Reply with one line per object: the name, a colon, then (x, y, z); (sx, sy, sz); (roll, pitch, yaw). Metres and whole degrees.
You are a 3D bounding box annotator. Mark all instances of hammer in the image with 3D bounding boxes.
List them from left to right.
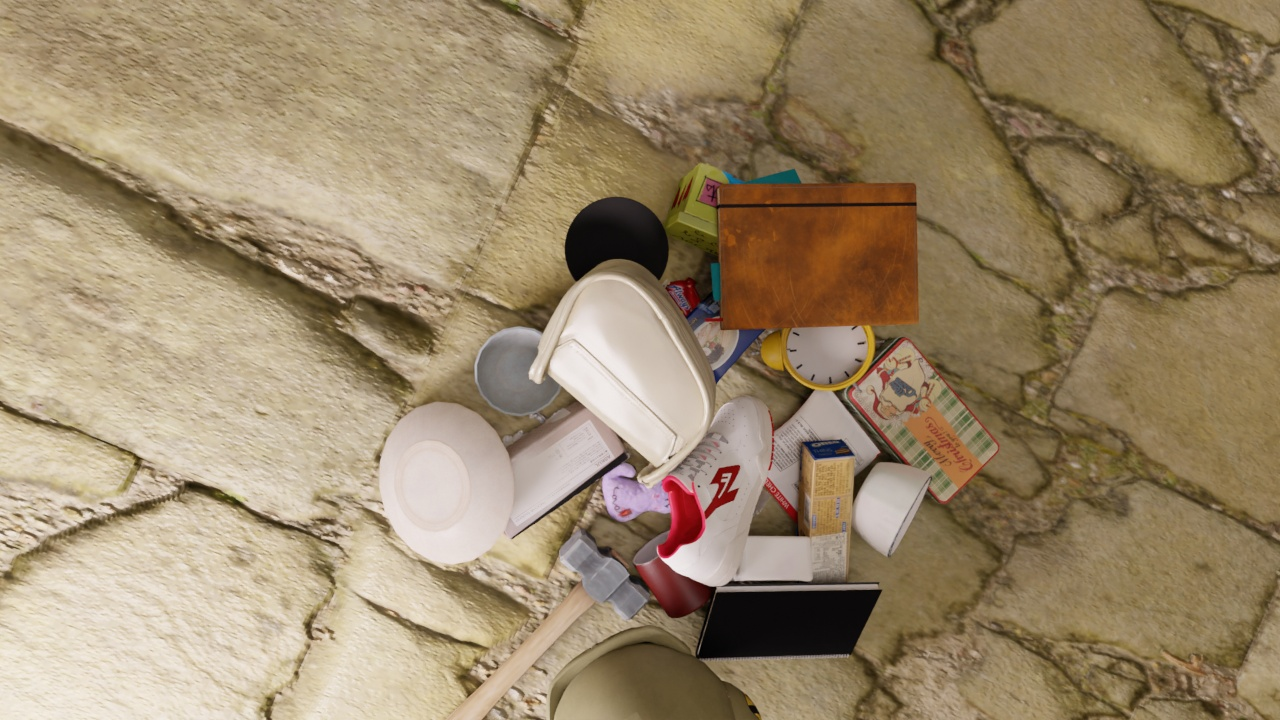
hammer: (-0.136, 0.358, 1.127); (0.117, 0.051, 0.323); (44, 89, -9)

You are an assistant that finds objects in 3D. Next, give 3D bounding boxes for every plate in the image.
plate: (-0.233, 0.142, 1.058); (0.189, 0.027, 0.188); (1, 92, 24)

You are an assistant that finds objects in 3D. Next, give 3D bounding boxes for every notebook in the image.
notebook: (0.181, 0.327, 1.145); (0.206, 0.016, 0.149); (1, 131, -9)
notebook: (0.194, -0.127, 1.040); (0.249, 0.014, 0.178); (-2, 92, -9)

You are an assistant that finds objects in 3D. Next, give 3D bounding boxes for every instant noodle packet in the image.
instant noodle packet: (0.021, -0.039, 1.129); (0.135, 0.040, 0.098); (-20, 92, -9)
instant noodle packet: (0.102, -0.044, 1.114); (0.087, 0.026, 0.134); (45, 81, -5)

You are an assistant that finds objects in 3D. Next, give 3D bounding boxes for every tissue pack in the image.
tissue pack: (-0.115, 0.121, 1.111); (0.181, 0.071, 0.104); (-34, 113, -4)

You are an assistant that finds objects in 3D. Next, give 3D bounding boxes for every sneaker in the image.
sneaker: (0.080, 0.139, 1.091); (0.104, 0.090, 0.236); (27, 72, -27)

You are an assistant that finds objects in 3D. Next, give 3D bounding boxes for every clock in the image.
clock: (0.218, -0.024, 1.140); (0.152, 0.052, 0.113); (25, 89, 13)

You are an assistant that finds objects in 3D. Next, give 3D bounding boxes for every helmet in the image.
helmet: (0.004, 0.422, 1.034); (0.250, 0.256, 0.233); (-28, 100, -8)

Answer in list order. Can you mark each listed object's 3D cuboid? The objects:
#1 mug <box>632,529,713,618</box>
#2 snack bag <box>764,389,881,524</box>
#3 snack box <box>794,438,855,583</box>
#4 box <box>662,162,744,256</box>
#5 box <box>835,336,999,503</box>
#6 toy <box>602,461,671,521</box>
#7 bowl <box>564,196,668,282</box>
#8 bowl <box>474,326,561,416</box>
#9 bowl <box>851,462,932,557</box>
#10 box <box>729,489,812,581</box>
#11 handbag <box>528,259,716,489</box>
mug: (0.055, 0.254, 1.137); (0.105, 0.073, 0.082); (-35, 98, -17)
snack bag: (0.218, 0.120, 1.168); (0.144, 0.039, 0.131); (-41, 103, -3)
snack box: (0.228, 0.202, 1.142); (0.056, 0.057, 0.207); (-4, 110, -8)
box: (0.143, -0.153, 1.100); (0.221, 0.124, 0.082); (18, 88, -11)
box: (0.358, 0.076, 1.183); (0.117, 0.050, 0.205); (-41, 99, -4)
toy: (0.003, 0.158, 1.138); (0.099, 0.036, 0.080); (-15, 100, -7)
bowl: (-0.032, -0.132, 1.107); (0.124, 0.052, 0.124); (-1, 94, -9)
bowl: (-0.146, 0.012, 1.105); (0.106, 0.039, 0.106); (-1, 94, -9)
bowl: (0.307, 0.178, 1.141); (0.066, 0.116, 0.116); (27, 89, 23)
box: (0.150, 0.209, 1.137); (0.103, 0.110, 0.130); (3, 74, -7)
handbag: (-0.006, 0.006, 1.058); (0.229, 0.131, 0.184); (44, 108, -5)
